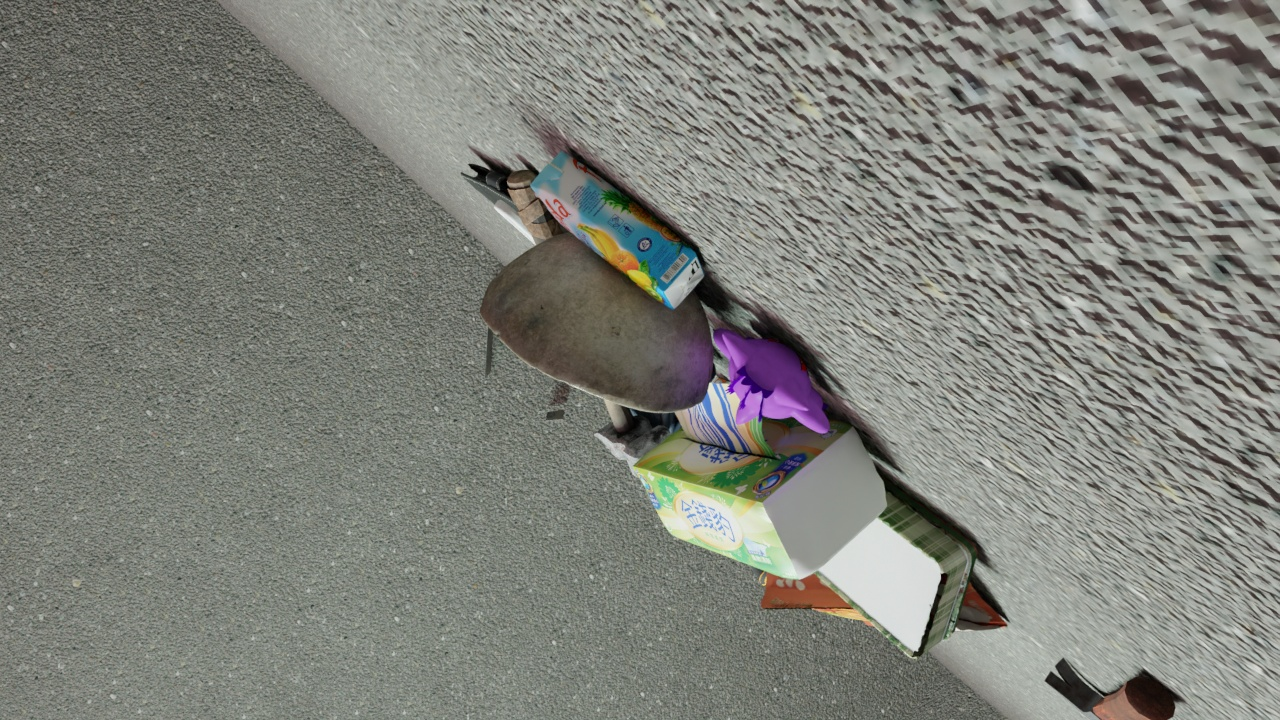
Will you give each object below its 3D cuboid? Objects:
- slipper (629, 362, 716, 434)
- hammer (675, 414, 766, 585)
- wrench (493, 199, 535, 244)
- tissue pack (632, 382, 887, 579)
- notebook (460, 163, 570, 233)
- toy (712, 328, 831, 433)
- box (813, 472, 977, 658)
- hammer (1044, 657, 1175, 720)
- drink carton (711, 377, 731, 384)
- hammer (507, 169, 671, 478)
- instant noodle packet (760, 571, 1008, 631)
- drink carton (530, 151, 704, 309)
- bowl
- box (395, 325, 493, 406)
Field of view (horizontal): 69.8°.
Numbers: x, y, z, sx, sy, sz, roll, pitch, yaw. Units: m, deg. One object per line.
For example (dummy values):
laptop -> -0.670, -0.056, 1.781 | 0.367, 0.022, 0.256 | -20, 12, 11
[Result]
slipper -> 0.028, -0.004, 0.904 | 0.101, 0.082, 0.264 | 48, 159, 17
hammer -> 0.076, 0.129, 1.056 | 0.320, 0.123, 0.036 | -122, 20, -44
wrench -> -0.052, -0.077, 0.938 | 0.273, 0.018, 0.066 | 41, 177, -39
tissue pack -> 0.076, 0.073, 0.732 | 0.198, 0.120, 0.141 | -2, 120, 55
notebook -> -0.098, -0.139, 0.976 | 0.169, 0.029, 0.209 | 42, 174, -37
toy -> 0.083, 0.015, 0.608 | 0.106, 0.056, 0.088 | 43, 174, 14
box -> 0.184, 0.146, 0.785 | 0.205, 0.050, 0.118 | 36, 136, 42
hammer -> 0.390, 0.282, 0.745 | 0.111, 0.028, 0.300 | 39, 175, 29
drink carton -> 0.119, 0.072, 1.044 | 0.122, 0.040, 0.058 | 43, 177, -10
hammer -> -0.054, -0.031, 0.873 | 0.121, 0.048, 0.319 | 29, 146, 57
instant noodle packet -> 0.251, 0.237, 0.927 | 0.165, 0.083, 0.220 | -13, 147, 39
drink carton -> -0.017, -0.087, 0.601 | 0.129, 0.038, 0.044 | 40, 176, 21
bowl -> -0.017, -0.042, 0.659 | 0.178, 0.081, 0.178 | 23, -157, -11
box -> -0.500, -0.026, 2.749 | 0.173, 0.512, 0.167 | 45, -177, -6
